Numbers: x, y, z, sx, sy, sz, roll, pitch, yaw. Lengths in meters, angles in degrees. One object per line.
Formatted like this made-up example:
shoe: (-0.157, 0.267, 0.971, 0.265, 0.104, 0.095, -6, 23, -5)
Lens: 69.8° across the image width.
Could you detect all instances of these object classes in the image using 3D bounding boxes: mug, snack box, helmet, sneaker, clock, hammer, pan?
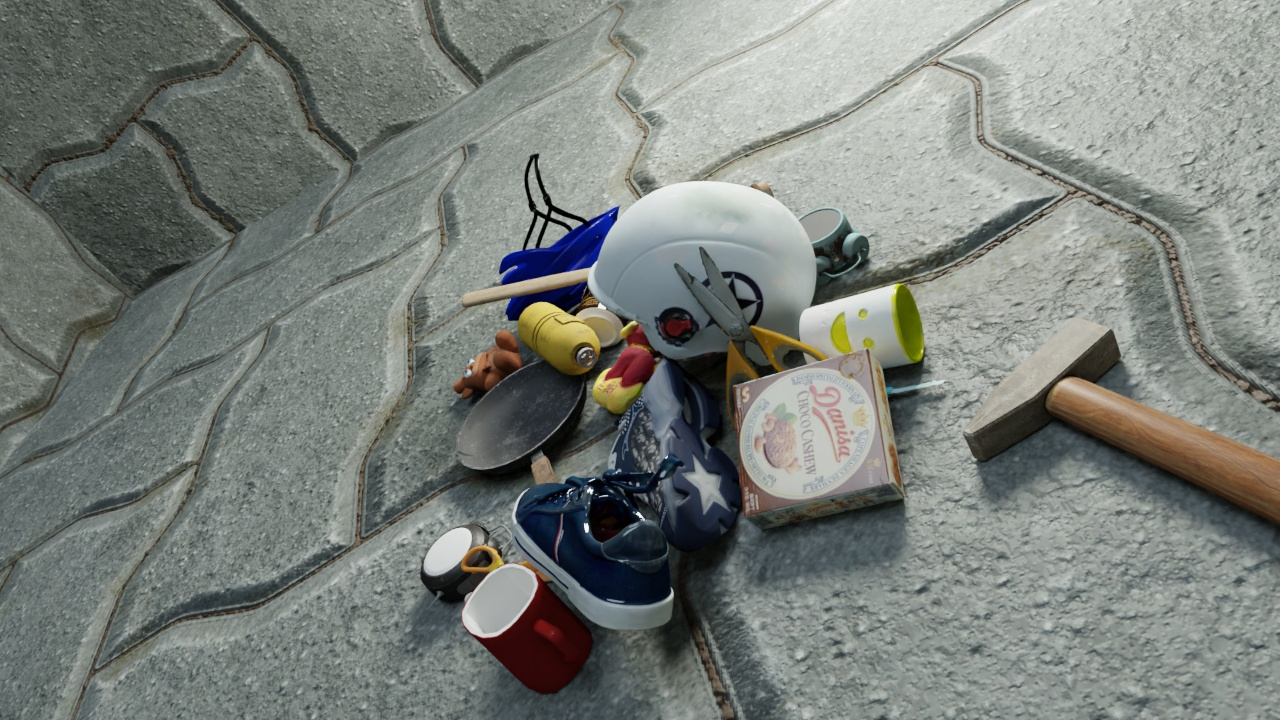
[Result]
mug: (-0.098, 0.258, 0.866, 0.116, 0.096, 0.080, 9, 52, 49)
snack box: (0.166, 0.075, 0.877, 0.147, 0.041, 0.143, -18, 55, 26)
helmet: (-0.144, -0.188, 1.399, 0.241, 0.228, 0.148, -37, 14, -10)
sneaker: (-0.046, 0.141, 0.878, 0.120, 0.127, 0.295, -1, 8, -23)
helmet: (0.078, -0.124, 1.068, 0.264, 0.164, 0.236, 13, 33, 0)
sneaker: (0.019, 0.115, 0.976, 0.133, 0.103, 0.269, -40, 28, 21)
clock: (0.232, -0.142, 1.143, 0.090, 0.053, 0.124, -32, 34, 5)
hammer: (0.403, 0.069, 0.704, 0.158, 0.037, 0.301, -39, 31, -7)
hammer: (-0.095, -0.113, 1.296, 0.331, 0.031, 0.119, -12, 37, 12)
pan: (-0.133, 0.111, 1.163, 0.207, 0.040, 0.356, -34, 32, 2)
clock: (-0.209, 0.229, 1.066, 0.122, 0.044, 0.091, -42, 32, -12)
mug: (0.231, -0.028, 0.959, 0.106, 0.082, 0.082, -14, 37, 33)

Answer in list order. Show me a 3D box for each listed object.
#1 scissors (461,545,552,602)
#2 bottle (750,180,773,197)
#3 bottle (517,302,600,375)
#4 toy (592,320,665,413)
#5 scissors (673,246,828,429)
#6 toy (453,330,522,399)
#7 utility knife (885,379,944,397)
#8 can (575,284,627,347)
scissors: (-0.137, 0.242, 0.994, 0.133, 0.012, 0.083, -2, 76, 19)
bottle: (0.119, -0.205, 1.323, 0.157, 0.068, 0.067, -32, 31, 5)
bottle: (-0.104, -0.027, 1.221, 0.071, 0.071, 0.164, -41, 31, -11)
toy: (-0.007, 0.007, 1.162, 0.106, 0.067, 0.137, -1, 52, 47)
scissors: (0.103, -0.010, 0.963, 0.166, 0.225, 0.016, -50, -10, 17)
toy: (-0.232, 0.012, 1.369, 0.128, 0.065, 0.094, -25, 38, 26)
utility knife: (0.232, 0.036, 0.937, 0.159, 0.015, 0.022, -14, 14, 29)
can: (-0.049, -0.081, 1.310, 0.072, 0.072, 0.128, -18, 35, 26)
